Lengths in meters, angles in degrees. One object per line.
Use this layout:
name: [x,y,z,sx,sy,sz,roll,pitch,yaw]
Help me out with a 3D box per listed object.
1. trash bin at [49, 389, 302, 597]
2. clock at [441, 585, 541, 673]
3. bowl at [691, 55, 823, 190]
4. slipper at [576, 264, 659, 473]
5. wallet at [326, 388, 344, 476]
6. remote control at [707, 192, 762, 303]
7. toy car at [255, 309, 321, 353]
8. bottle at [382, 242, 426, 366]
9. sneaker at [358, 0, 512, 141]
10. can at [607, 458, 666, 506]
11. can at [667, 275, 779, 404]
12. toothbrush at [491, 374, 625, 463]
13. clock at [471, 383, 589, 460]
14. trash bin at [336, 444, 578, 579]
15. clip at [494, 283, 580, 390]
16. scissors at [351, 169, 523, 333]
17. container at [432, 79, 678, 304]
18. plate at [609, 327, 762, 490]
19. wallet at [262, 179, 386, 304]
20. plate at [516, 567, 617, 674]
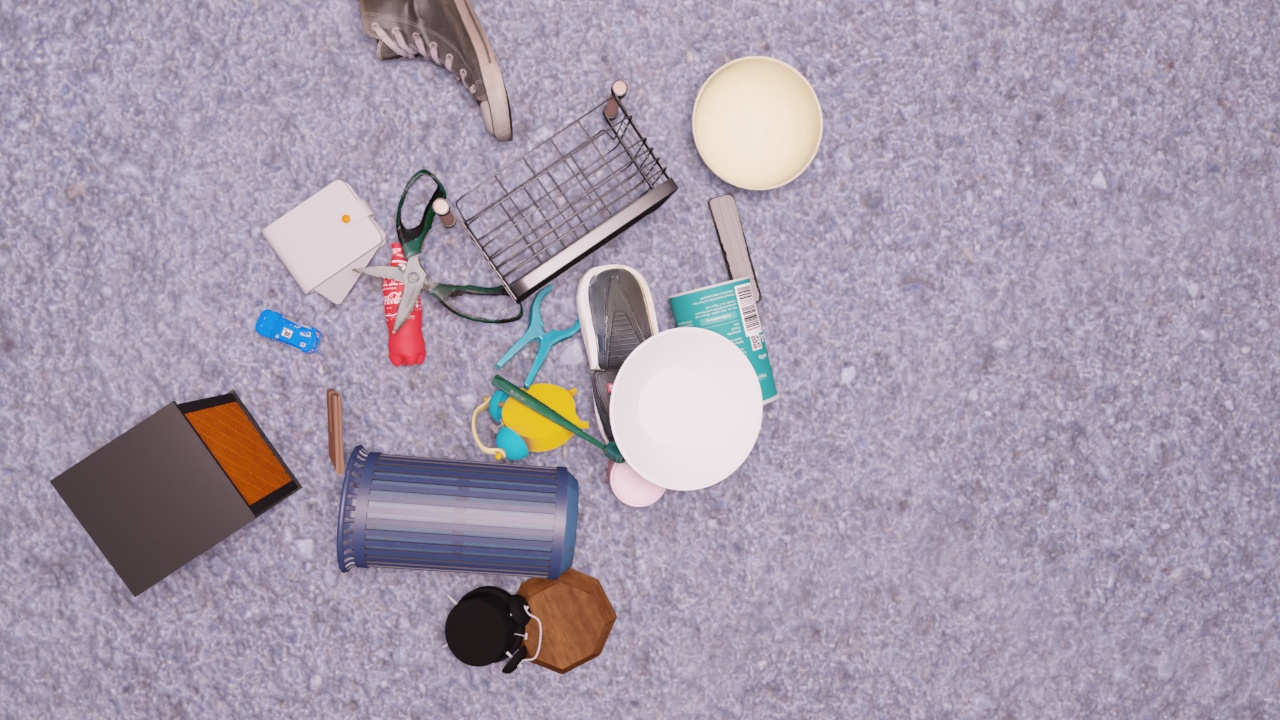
trash bin: [-0.485,0.133,0.984,0.139,0.172,0.139,-34,95,-3]
clock: [-0.171,0.313,1.067,0.121,0.042,0.091,8,92,15]
bowl: [0.129,-0.270,1.072,0.150,0.075,0.151,0,93,-6]
slipper: [-0.006,0.006,1.039,0.111,0.063,0.263,-8,71,-17]
wallet: [-0.340,0.077,1.023,0.013,0.121,0.087,-2,93,-22]
remote control: [0.114,-0.133,1.108,0.033,0.013,0.136,-17,92,-5]
toy car: [-0.398,-0.029,1.041,0.092,0.062,0.033,23,90,-6]
bottle: [-0.275,-0.065,1.060,0.042,0.042,0.141,-5,93,-5]
sneaker: [-0.226,-0.340,1.029,0.120,0.095,0.235,-27,97,-1]
can: [-0.005,0.132,1.076,0.067,0.076,0.067,0,92,-5]
can: [0.097,-0.017,1.067,0.099,0.099,0.144,-14,94,-5]
toothbrush: [-0.092,0.062,1.027,0.190,0.017,0.016,29,47,23]
clock: [-0.130,0.068,1.059,0.129,0.099,0.044,-13,135,-9]
trash bin: [-0.199,0.175,1.032,0.249,0.139,0.139,5,92,-7]
clip: [-0.129,-0.042,1.069,0.130,0.030,0.120,-38,94,-20]
scissors: [-0.220,-0.111,1.060,0.205,0.015,0.201,21,71,-22]
container: [-0.088,-0.176,1.008,0.241,0.163,0.130,-35,95,-5]
plate: [0.045,0.051,0.995,0.173,0.036,0.174,0,91,-18]
wallet: [-0.351,-0.131,1.054,0.118,0.037,0.115,-34,95,0]
plate: [-0.095,0.314,1.101,0.131,0.025,0.131,0,92,-5]
